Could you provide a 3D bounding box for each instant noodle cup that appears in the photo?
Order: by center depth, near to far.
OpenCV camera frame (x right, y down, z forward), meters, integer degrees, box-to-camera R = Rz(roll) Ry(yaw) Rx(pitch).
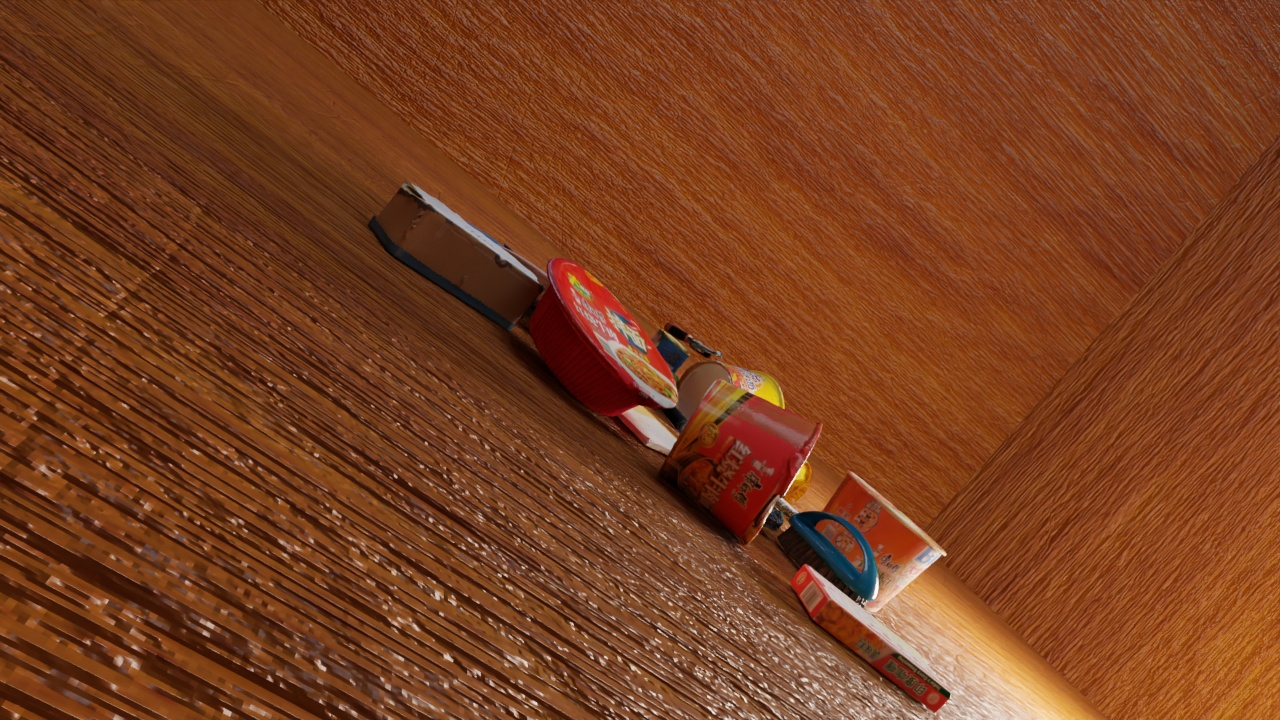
[{"bbox_3d":[0.091,0.089,0.871,0.108,0.138,0.138,32,4,8],"label":"instant noodle cup"},{"bbox_3d":[-0.046,-0.012,0.931,0.194,0.066,0.193,47,14,-15],"label":"instant noodle cup"},{"bbox_3d":[0.274,0.223,1.112,0.151,0.111,0.151,40,5,-4],"label":"instant noodle cup"},{"bbox_3d":[0.121,0.065,1.326,0.109,0.138,0.138,24,15,-45],"label":"instant noodle cup"}]

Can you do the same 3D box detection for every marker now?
[{"bbox_3d":[0.221,0.223,1.275,0.146,0.017,0.017,42,5,19],"label":"marker"},{"bbox_3d":[0.040,0.069,1.283,0.022,0.020,0.132,20,12,-22],"label":"marker"}]

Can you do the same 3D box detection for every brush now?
[{"bbox_3d":[0.205,0.205,0.976,0.055,0.073,0.144,31,9,-31],"label":"brush"}]

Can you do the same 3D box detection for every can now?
[{"bbox_3d":[0.027,0.001,1.416,0.057,0.083,0.102,39,5,-9],"label":"can"}]

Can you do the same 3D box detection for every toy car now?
[{"bbox_3d":[0.125,0.158,1.043,0.049,0.031,0.105,39,6,-25],"label":"toy car"}]

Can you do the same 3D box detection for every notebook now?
[{"bbox_3d":[-0.023,0.046,1.053,0.206,0.010,0.145,43,6,33],"label":"notebook"}]

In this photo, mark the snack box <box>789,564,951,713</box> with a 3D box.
[{"bbox_3d":[0.211,0.255,0.847,0.156,0.027,0.077,39,5,-12],"label":"snack box"}]

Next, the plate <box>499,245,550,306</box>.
[{"bbox_3d":[-0.093,-0.057,1.114,0.229,0.028,0.229,37,-6,4],"label":"plate"}]

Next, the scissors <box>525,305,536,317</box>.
[{"bbox_3d":[-0.156,-0.078,1.068,0.174,0.019,0.170,37,0,15],"label":"scissors"}]

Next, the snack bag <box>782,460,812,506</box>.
[{"bbox_3d":[0.174,0.127,1.394,0.208,0.073,0.129,-129,-154,-48],"label":"snack bag"}]

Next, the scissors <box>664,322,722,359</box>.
[{"bbox_3d":[0.092,-0.016,1.324,0.209,0.015,0.182,35,1,41],"label":"scissors"}]

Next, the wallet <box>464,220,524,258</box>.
[{"bbox_3d":[-0.205,-0.154,1.344,0.106,0.040,0.133,38,3,38],"label":"wallet"}]

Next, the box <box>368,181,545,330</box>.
[{"bbox_3d":[-0.185,-0.107,0.919,0.184,0.063,0.090,33,8,-40],"label":"box"}]

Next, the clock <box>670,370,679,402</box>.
[{"bbox_3d":[-0.007,0.007,1.259,0.161,0.056,0.116,43,7,29],"label":"clock"}]
